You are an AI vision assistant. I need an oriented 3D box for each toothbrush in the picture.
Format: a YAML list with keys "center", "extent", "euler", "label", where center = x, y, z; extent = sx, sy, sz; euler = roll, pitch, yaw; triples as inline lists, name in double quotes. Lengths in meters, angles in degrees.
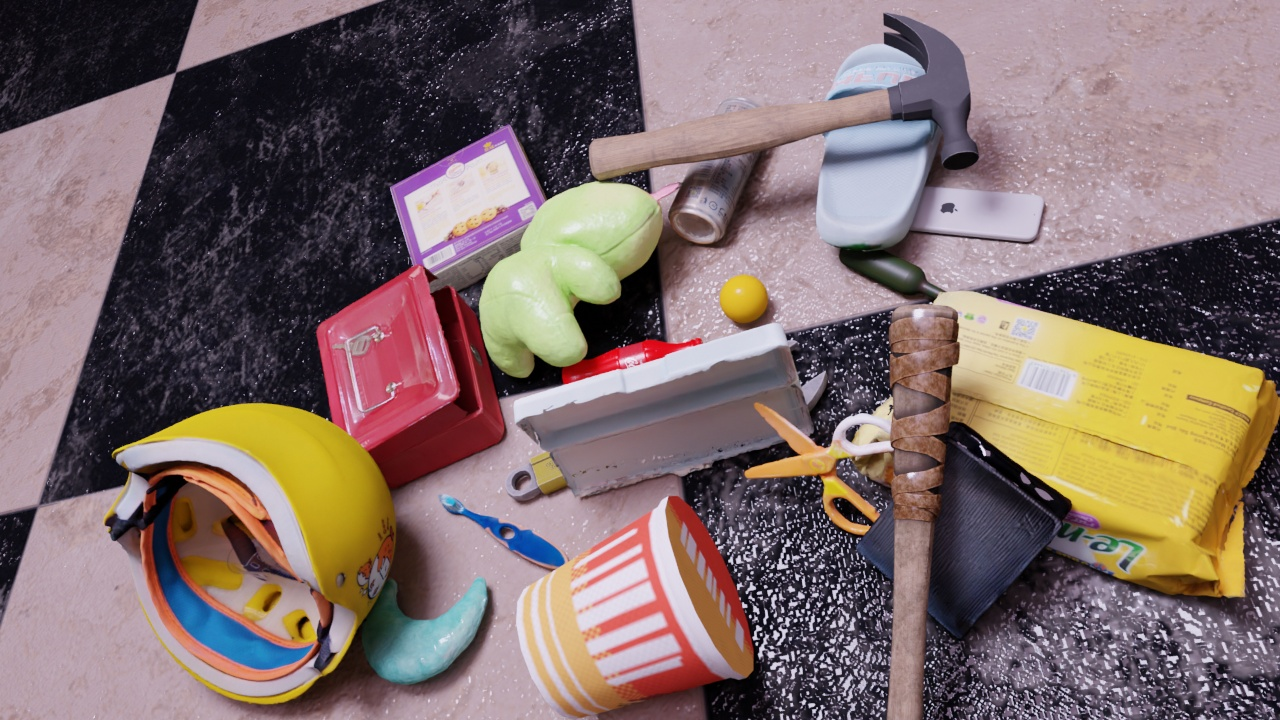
- center: [-0.113, 0.135, 0.736]
  extent: [0.135, 0.017, 0.021]
  euler: [20, 71, 30]
  label: "toothbrush"

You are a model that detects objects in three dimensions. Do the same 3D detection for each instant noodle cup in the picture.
- center: [-0.007, 0.173, 0.616]
  extent: [0.121, 0.123, 0.123]
  euler: [-27, 53, 12]
  label: "instant noodle cup"

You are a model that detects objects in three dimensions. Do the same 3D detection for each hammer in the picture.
- center: [0.162, 0.125, 0.553]
  extent: [0.122, 0.049, 0.318]
  euler: [2, 84, 27]
  label: "hammer"
- center: [0.106, -0.196, 0.751]
  extent: [0.306, 0.040, 0.132]
  euler: [-8, 70, 14]
  label: "hammer"

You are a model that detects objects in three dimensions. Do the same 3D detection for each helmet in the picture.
- center: [-0.279, 0.134, 0.705]
  extent: [0.209, 0.241, 0.139]
  euler: [29, 35, 8]
  label: "helmet"

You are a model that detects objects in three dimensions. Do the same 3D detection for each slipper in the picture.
- center: [0.201, -0.195, 0.779]
  extent: [0.104, 0.074, 0.244]
  euler: [4, 54, 21]
  label: "slipper"

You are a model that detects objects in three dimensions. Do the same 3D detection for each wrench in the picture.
- center: [0.016, 0.054, 0.736]
  extent: [0.273, 0.018, 0.083]
  euler: [-25, 54, 5]
  label: "wrench"

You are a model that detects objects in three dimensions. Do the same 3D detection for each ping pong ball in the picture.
- center: [0.086, -0.051, 0.763]
  extent: [0.040, 0.040, 0.040]
  euler: [-10, 56, 15]
  label: "ping pong ball"

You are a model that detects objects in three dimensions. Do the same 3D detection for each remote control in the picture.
- center: [0.255, -0.124, 0.764]
  extent: [0.147, 0.008, 0.045]
  euler: [10, 63, 26]
  label: "remote control"

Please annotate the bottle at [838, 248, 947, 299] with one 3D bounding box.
- center: [0.208, -0.069, 0.737]
  extent: [0.106, 0.025, 0.025]
  euler: [34, 75, 34]
  label: "bottle"

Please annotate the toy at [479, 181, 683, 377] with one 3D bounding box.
- center: [-0.063, -0.085, 0.793]
  extent: [0.150, 0.107, 0.196]
  euler: [-10, 50, 53]
  label: "toy"

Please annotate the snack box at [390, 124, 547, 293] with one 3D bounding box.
- center: [-0.168, -0.151, 0.921]
  extent: [0.143, 0.040, 0.148]
  euler: [-27, 54, 3]
  label: "snack box"

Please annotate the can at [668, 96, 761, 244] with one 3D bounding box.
- center: [0.072, -0.173, 0.836]
  extent: [0.054, 0.054, 0.135]
  euler: [12, 64, 26]
  label: "can"

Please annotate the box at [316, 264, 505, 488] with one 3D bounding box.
- center: [-0.202, 0.016, 0.807]
  extent: [0.129, 0.092, 0.157]
  euler: [-25, 57, 7]
  label: "box"

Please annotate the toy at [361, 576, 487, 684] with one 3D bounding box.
- center: [-0.168, 0.206, 0.705]
  extent: [0.105, 0.033, 0.084]
  euler: [-7, 47, 20]
  label: "toy"

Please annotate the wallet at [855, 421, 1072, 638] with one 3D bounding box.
- center: [0.202, 0.109, 0.584]
  extent: [0.089, 0.026, 0.115]
  euler: [39, 117, 22]
  label: "wallet"

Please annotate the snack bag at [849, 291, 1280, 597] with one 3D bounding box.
- center: [0.281, 0.042, 0.613]
  extent: [0.247, 0.068, 0.159]
  euler: [20, 67, 29]
  label: "snack bag"

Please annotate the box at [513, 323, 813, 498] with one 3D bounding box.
- center: [0.021, 0.040, 0.671]
  extent: [0.197, 0.134, 0.040]
  euler: [-16, 57, 11]
  label: "box"

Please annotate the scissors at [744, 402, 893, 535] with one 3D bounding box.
- center: [0.130, 0.068, 0.635]
  extent: [0.125, 0.128, 0.011]
  euler: [42, 38, 3]
  label: "scissors"

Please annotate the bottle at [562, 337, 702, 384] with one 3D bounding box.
- center: [-0.005, 0.004, 0.765]
  extent: [0.119, 0.036, 0.036]
  euler: [-15, 55, 11]
  label: "bottle"
